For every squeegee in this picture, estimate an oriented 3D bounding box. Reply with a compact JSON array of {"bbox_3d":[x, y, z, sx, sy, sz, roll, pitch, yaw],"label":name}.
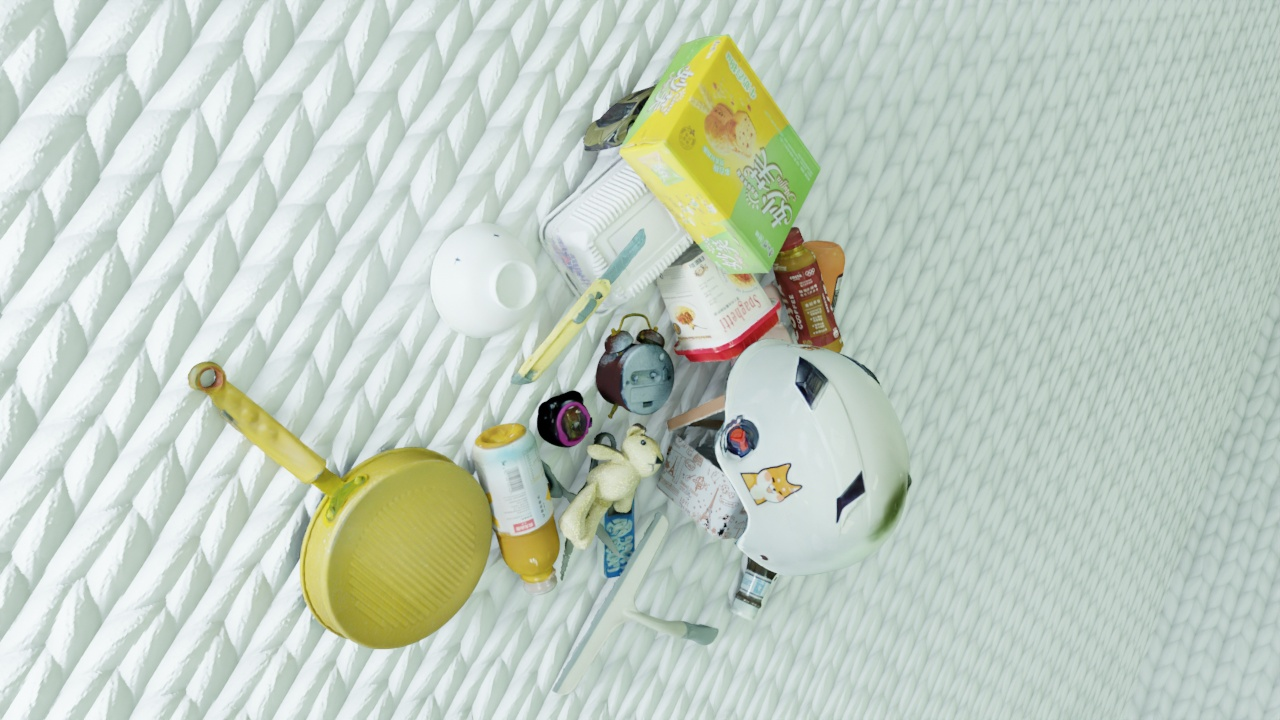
[{"bbox_3d":[0.039,0.336,1.162,0.246,0.039,0.246,33,88,-46],"label":"squeegee"}]

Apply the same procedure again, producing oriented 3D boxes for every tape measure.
[{"bbox_3d":[-0.084,0.067,1.013,0.056,0.039,0.058,-20,112,-37],"label":"tape measure"}]

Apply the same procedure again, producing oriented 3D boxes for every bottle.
[{"bbox_3d":[0.179,0.266,1.282,0.080,0.044,0.194,32,78,-40],"label":"bottle"},{"bbox_3d":[0.241,-0.087,1.256,0.066,0.067,0.150,-15,116,-38],"label":"bottle"},{"bbox_3d":[0.214,-0.087,1.199,0.057,0.058,0.175,-33,110,-32],"label":"bottle"},{"bbox_3d":[-0.127,0.161,0.975,0.067,0.068,0.190,-27,115,-35],"label":"bottle"}]

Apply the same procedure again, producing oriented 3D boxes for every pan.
[{"bbox_3d":[-0.276,0.128,0.855,0.197,0.078,0.357,-53,134,-24],"label":"pan"}]

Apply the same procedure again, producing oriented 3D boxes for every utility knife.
[{"bbox_3d":[-0.063,-0.054,0.972,0.216,0.022,0.031,-53,138,6],"label":"utility knife"}]

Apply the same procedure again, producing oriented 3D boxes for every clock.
[{"bbox_3d":[-0.006,0.006,1.059,0.081,0.055,0.122,-5,101,-40],"label":"clock"}]

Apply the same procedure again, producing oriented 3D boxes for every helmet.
[{"bbox_3d":[0.211,0.106,1.019,0.229,0.157,0.274,-5,89,-43],"label":"helmet"}]

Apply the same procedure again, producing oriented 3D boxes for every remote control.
[{"bbox_3d":[-0.031,0.194,1.095,0.049,0.024,0.125,-4,97,-40],"label":"remote control"}]

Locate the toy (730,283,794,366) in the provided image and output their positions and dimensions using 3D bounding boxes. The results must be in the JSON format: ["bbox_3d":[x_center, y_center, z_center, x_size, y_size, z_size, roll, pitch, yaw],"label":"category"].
[{"bbox_3d":[0.163,-0.020,1.202,0.121,0.054,0.159,-8,93,-45],"label":"toy"}]

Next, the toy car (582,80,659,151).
[{"bbox_3d":[0.001,-0.269,1.000,0.157,0.070,0.042,-39,121,-29],"label":"toy car"}]

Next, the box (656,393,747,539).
[{"bbox_3d":[0.139,0.106,1.143,0.182,0.152,0.174,6,113,-42],"label":"box"}]

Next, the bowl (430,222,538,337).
[{"bbox_3d":[-0.142,-0.077,0.917,0.118,0.065,0.118,-9,105,-39],"label":"bowl"}]

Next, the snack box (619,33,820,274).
[{"bbox_3d":[0.092,-0.216,0.988,0.210,0.070,0.157,44,65,-35],"label":"snack box"}]

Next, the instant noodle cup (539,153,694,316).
[{"bbox_3d":[-0.010,-0.141,1.008,0.173,0.060,0.138,-43,123,-15],"label":"instant noodle cup"}]

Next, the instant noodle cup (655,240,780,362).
[{"bbox_3d":[0.085,-0.076,1.093,0.116,0.117,0.124,-37,108,-30],"label":"instant noodle cup"}]

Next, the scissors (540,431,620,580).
[{"bbox_3d":[-0.067,0.161,1.048,0.159,0.014,0.179,-48,118,-19],"label":"scissors"}]

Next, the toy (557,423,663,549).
[{"bbox_3d":[-0.032,0.142,1.019,0.156,0.066,0.105,-48,124,-28],"label":"toy"}]
